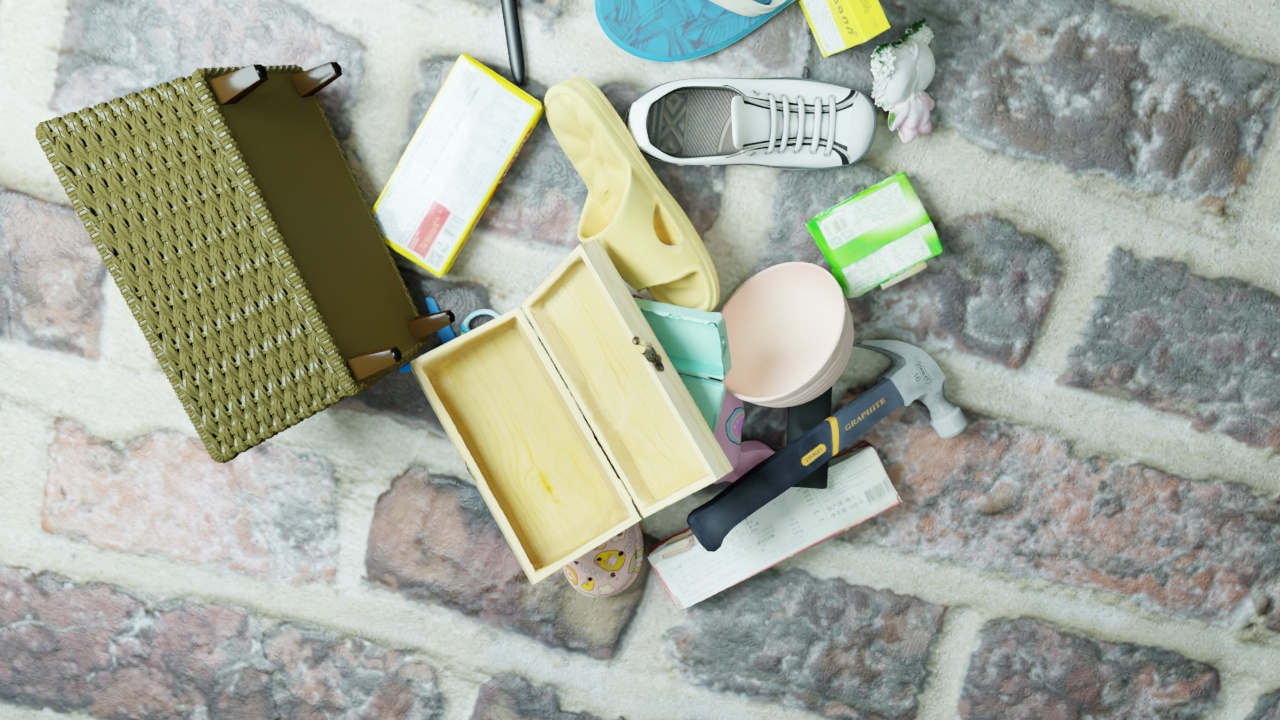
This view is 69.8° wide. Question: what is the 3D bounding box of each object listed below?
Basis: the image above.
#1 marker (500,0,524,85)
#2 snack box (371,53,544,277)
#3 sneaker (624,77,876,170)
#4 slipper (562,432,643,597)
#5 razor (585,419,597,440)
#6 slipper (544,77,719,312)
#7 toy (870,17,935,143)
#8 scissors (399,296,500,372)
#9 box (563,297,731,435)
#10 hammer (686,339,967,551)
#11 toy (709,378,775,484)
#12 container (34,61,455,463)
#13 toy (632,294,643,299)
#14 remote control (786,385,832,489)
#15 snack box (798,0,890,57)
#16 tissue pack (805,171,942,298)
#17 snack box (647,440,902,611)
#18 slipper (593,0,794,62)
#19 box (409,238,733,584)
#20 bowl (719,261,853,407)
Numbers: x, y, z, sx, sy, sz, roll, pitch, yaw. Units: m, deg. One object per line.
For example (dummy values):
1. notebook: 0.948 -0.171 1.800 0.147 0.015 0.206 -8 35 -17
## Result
1. marker: -0.127 -0.335 0.887 0.018 0.015 0.134 -3 104 14
2. snack box: -0.185 -0.191 0.908 0.092 0.042 0.201 32 101 -8
3. sneaker: 0.108 -0.227 0.875 0.245 0.097 0.091 4 104 -2
4. slipper: -0.047 0.169 0.981 0.093 0.081 0.197 -6 102 0
5. razor: -0.012 0.071 0.971 0.144 0.021 0.044 -4 70 -18
6. slipper: -0.024 -0.144 0.887 0.078 0.100 0.263 -35 99 -27
7. toy: 0.256 -0.265 0.890 0.095 0.041 0.109 -34 118 -29
8. scissors: -0.196 -0.011 0.968 0.127 0.013 0.125 -24 104 1
9. box: 0.000 0.003 0.909 0.187 0.055 0.138 15 117 31
10. hammer: 0.184 0.093 0.936 0.312 0.035 0.139 -34 95 -13
11. toy: 0.085 0.078 0.960 0.157 0.067 0.123 13 82 -28
12. container: -0.332 -0.105 0.836 0.205 0.176 0.321 -18 104 18
13. toy: 0.016 -0.032 0.948 0.050 0.066 0.102 -41 100 -24
14. remote control: 0.179 0.064 0.969 0.045 0.021 0.140 4 83 -2
15. snack box: 0.181 -0.313 0.829 0.025 0.149 0.061 -28 103 4
16. tissue pack: 0.240 -0.125 0.936 0.114 0.034 0.099 -28 100 6
17. snack box: 0.144 0.182 1.007 0.273 0.044 0.076 -28 97 5
18. slipper: 0.099 -0.372 0.860 0.295 0.060 0.118 -26 106 5
19. box: -0.068 0.053 0.889 0.253 0.118 0.247 -33 84 22
20. bowl: 0.152 -0.015 0.920 0.153 0.153 0.076 -46 134 9
